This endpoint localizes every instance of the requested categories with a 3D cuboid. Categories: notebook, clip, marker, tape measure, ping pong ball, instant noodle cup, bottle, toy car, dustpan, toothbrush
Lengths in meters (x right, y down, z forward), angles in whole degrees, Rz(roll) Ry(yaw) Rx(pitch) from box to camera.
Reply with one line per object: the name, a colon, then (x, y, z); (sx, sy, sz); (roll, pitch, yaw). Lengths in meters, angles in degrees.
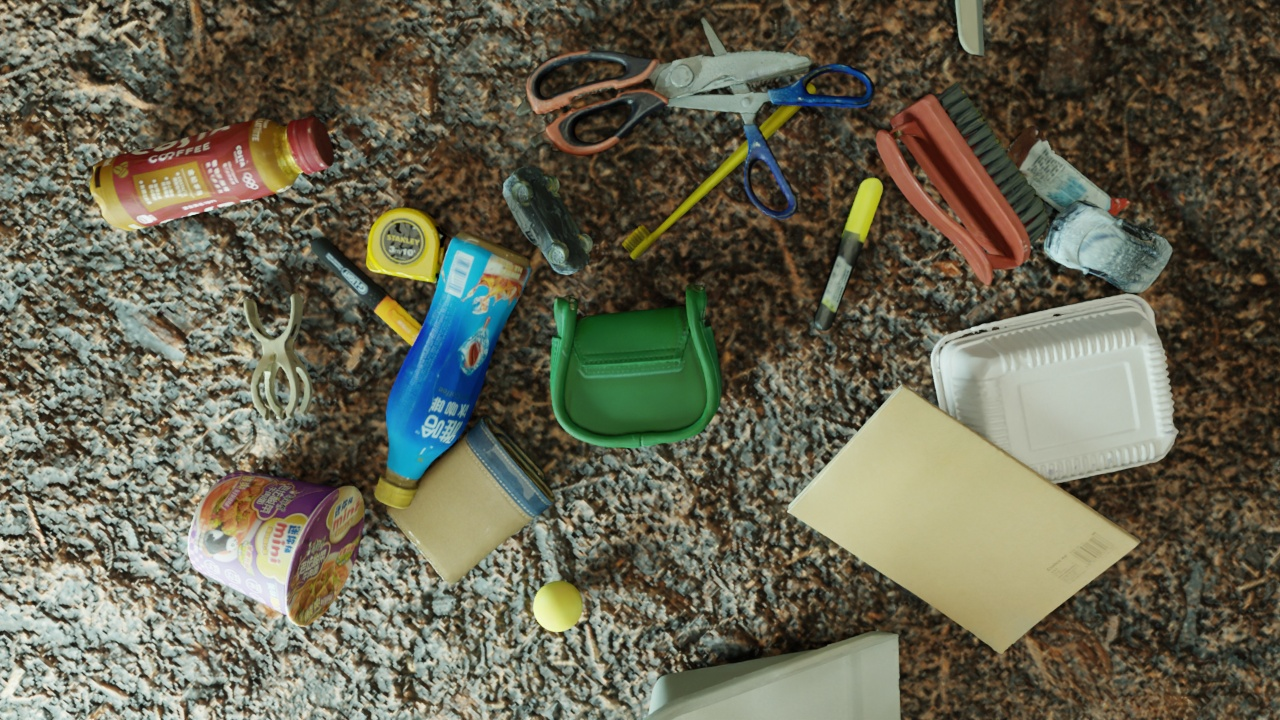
notebook: (0.243, 0.127, 0.707); (0.211, 0.012, 0.150); (33, 122, -2)
clip: (-0.292, -0.002, 0.738); (0.076, 0.035, 0.100); (-4, 92, 4)
marker: (0.161, -0.082, 0.717); (0.018, 0.015, 0.124); (18, 100, 1)
tape measure: (-0.183, -0.091, 0.723); (0.060, 0.029, 0.057); (10, 98, 1)
ping pong ball: (-0.067, 0.200, 0.747); (0.040, 0.040, 0.040); (0, 97, 2)
instant noodle cup: (-0.288, 0.139, 0.721); (0.099, 0.111, 0.111); (15, 97, 7)
bottle: (-0.327, -0.148, 0.709); (0.175, 0.057, 0.057); (-14, 96, 4)
toy car: (0.349, -0.083, 0.682); (0.105, 0.031, 0.049); (16, 113, -21)
instant noodle cup: (0.323, 0.031, 0.700); (0.173, 0.060, 0.138); (-13, 96, 3)
dustpan: (0.087, 0.347, 0.709); (0.258, 0.142, 0.223); (-3, 97, 4)
marker: (-0.217, -0.054, 0.736); (0.124, 0.015, 0.018); (43, 93, -1)
toy car: (-0.073, -0.107, 0.711); (0.034, 0.042, 0.090); (-31, 92, 33)
toothbrush: (0.060, -0.148, 0.712); (0.190, 0.015, 0.016); (-42, 87, 7)
bottle: (-0.153, 0.011, 0.713); (0.065, 0.065, 0.219); (23, 96, 0)

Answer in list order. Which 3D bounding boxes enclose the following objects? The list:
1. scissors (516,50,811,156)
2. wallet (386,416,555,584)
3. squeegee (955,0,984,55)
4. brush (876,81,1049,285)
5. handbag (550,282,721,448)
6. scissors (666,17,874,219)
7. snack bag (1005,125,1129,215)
scissors: (0.020, -0.195, 0.695); (0.210, 0.015, 0.177); (29, 98, 7)
wallet: (-0.138, 0.114, 0.745); (0.115, 0.033, 0.090); (-41, 91, 7)
squeegee: (0.129, -0.344, 0.674); (0.246, 0.039, 0.246); (-4, 96, 3)
brush: (0.239, -0.128, 0.683); (0.069, 0.063, 0.146); (-39, 96, -6)
handbag: (-0.004, 0.004, 0.707); (0.131, 0.068, 0.120); (-6, 96, 3)
scissors: (0.091, -0.186, 0.693); (0.176, 0.012, 0.162); (-5, 87, 11)
snack bag: (0.321, -0.131, 0.696); (0.105, 0.026, 0.045); (37, 109, -2)
